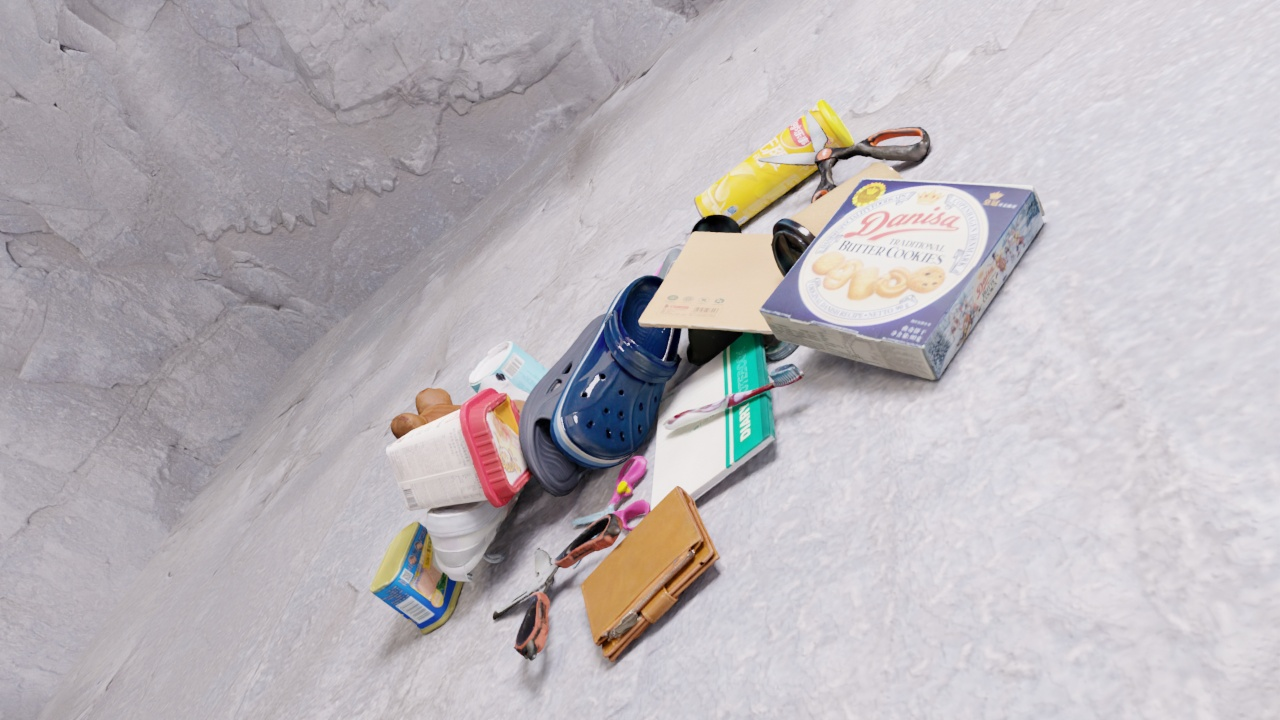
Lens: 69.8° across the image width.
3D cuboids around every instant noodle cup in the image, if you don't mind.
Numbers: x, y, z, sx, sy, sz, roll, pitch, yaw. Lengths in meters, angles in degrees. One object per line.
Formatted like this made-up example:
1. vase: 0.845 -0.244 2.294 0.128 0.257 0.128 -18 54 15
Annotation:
1. instant noodle cup: -0.161 0.041 1.218 0.111 0.120 0.111 -37 23 18
2. instant noodle cup: -0.195 0.103 0.991 0.124 0.116 0.116 -16 8 13

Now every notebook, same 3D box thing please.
1. notebook: 0.070 0.058 0.910 0.151 0.012 0.208 -41 21 24
2. notebook: 0.099 -0.090 1.010 0.148 0.008 0.207 4 36 20

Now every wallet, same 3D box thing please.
1. wallet: 0.032 -0.087 1.185 0.129 0.037 0.107 -88 23 -76
2. wallet: 0.005 0.181 0.791 0.132 0.031 0.107 -48 22 8

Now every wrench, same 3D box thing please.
1. wrench: 0.148 -0.079 1.029 0.056 0.016 0.272 -37 24 18

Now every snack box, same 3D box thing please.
1. snack box: 0.224 -0.081 0.803 0.178 0.046 0.182 18 65 50

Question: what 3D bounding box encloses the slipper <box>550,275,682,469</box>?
1. slipper: -0.006 0.006 0.986 0.095 0.105 0.252 -37 24 51

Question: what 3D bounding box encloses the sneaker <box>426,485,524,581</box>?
1. sneaker: -0.183 0.183 1.081 0.089 0.091 0.242 -6 11 8

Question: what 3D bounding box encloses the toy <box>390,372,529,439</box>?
1. toy: -0.187 0.075 1.109 0.200 0.131 0.140 3 21 8

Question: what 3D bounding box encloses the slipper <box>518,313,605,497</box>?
1. slipper: -0.049 0.034 1.056 0.084 0.110 0.267 -20 30 41

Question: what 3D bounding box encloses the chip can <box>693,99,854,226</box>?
1. chip can: 0.174 -0.249 1.212 0.214 0.072 0.071 -36 23 25

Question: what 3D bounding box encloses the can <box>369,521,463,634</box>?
1. can: -0.255 0.249 1.064 0.057 0.083 0.101 -33 24 26

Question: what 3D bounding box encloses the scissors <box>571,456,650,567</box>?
1. scissors: -0.027 0.154 0.925 0.133 0.017 0.135 -55 25 -14

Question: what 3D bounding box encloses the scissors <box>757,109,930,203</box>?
1. scissors: 0.228 -0.230 1.071 0.221 0.021 0.231 -9 53 34

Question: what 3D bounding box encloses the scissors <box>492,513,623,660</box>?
1. scissors: -0.085 0.210 0.887 0.189 0.015 0.223 -50 13 4

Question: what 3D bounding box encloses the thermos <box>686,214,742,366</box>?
1. thermos: 0.082 -0.084 1.090 0.090 0.068 0.241 -52 16 31

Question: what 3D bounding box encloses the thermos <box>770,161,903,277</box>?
1. thermos: 0.205 -0.136 0.941 0.143 0.093 0.093 -39 21 -10

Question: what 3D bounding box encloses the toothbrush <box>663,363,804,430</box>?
1. toothbrush: 0.081 0.037 0.874 0.188 0.017 0.016 -26 29 46

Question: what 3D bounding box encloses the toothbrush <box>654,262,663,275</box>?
1. toothbrush: -0.005 -0.078 1.301 0.188 0.014 0.018 -57 13 -30
